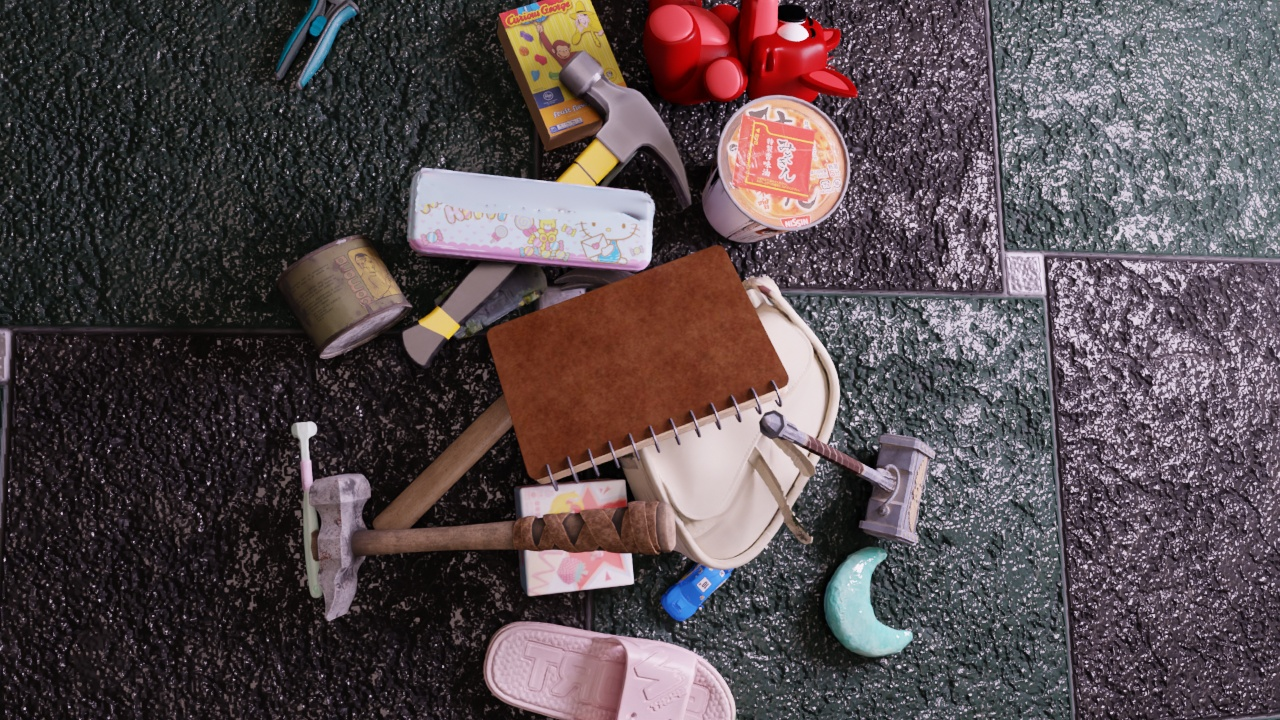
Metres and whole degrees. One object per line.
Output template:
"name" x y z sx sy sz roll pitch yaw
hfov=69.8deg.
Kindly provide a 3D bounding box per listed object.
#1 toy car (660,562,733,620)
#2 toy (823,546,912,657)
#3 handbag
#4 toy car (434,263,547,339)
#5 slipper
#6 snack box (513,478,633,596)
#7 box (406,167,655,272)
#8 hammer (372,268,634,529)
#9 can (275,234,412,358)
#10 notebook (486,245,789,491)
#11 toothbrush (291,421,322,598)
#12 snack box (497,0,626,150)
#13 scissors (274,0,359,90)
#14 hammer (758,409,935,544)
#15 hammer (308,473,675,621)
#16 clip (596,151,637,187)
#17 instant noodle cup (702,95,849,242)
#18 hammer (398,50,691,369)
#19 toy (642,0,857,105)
"toy car" 0.065 0.204 0.848 0.092 0.062 0.033 -43 93 -13
"toy" 0.217 0.240 0.891 0.085 0.033 0.105 -15 86 -24
"handbag" 0.092 0.061 0.815 0.228 0.132 0.184 -44 112 -19
"toy car" -0.139 -0.060 0.853 0.105 0.033 0.048 -31 93 -11
"slipper" -0.022 0.293 0.820 0.239 0.064 0.094 18 80 -7
"snack box" -0.061 0.155 0.820 0.094 0.079 0.093 -3 84 -12
"box" -0.093 -0.121 0.803 0.214 0.033 0.076 3 90 -13
"hammer" -0.114 0.041 0.838 0.331 0.031 0.119 -46 63 -5
"can" -0.258 -0.056 0.800 0.089 0.090 0.074 -32 90 -13
"notebook" -0.005 0.005 0.782 0.225 0.024 0.167 -20 59 -2
"toothbrush" -0.292 0.132 0.810 0.022 0.015 0.154 -5 85 -9
"snack box" -0.073 -0.281 0.888 0.088 0.040 0.126 -22 88 -13
"scissors" -0.302 -0.323 0.859 0.138 0.019 0.136 -13 87 -11
"hammer" 0.177 0.088 0.786 0.321 0.044 0.098 27 74 -52
"hammer" -0.129 0.148 0.762 0.319 0.049 0.121 -5 87 12
"clip" -0.031 -0.192 0.896 0.044 0.023 0.076 40 80 -6
"instant noodle cup" 0.115 -0.168 0.870 0.123 0.122 0.123 1 83 -11
"hammer" -0.095 -0.117 0.835 0.170 0.034 0.324 44 81 -9
"toy" 0.101 -0.302 0.875 0.197 0.121 0.158 5 39 0
